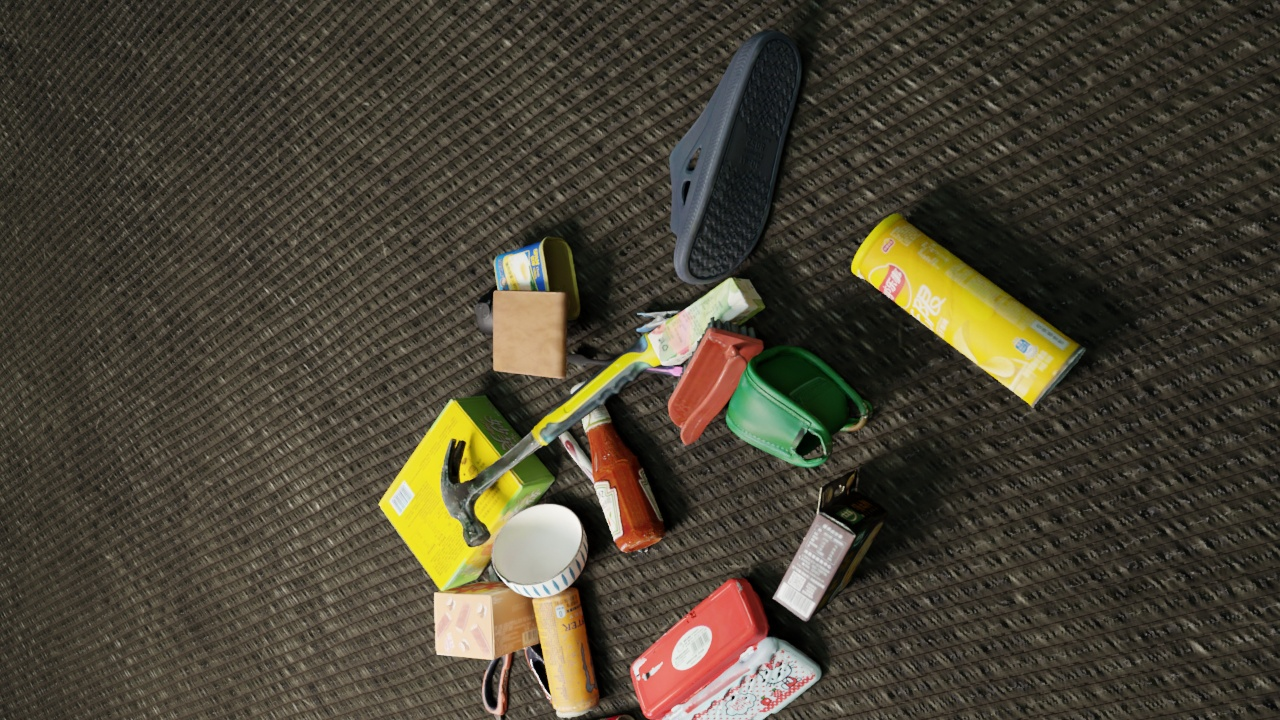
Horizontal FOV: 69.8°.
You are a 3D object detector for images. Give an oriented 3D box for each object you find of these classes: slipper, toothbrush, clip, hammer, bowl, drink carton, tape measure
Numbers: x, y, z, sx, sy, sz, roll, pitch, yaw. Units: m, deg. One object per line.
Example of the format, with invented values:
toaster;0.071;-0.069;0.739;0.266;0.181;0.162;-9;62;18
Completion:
slipper;0.089;-0.212;0.967;0.083;0.110;0.268;26;102;44
toothbrush;-0.006;0.006;1.083;0.189;0.017;0.014;7;97;28
clip;0.022;-0.048;1.053;0.058;0.026;0.043;-8;81;31
hammer;-0.106;0.076;1.075;0.324;0.032;0.126;-39;65;10
bowl;-0.116;0.240;1.119;0.117;0.116;0.066;12;141;30
toothbrush;-0.049;0.156;1.113;0.016;0.017;0.187;-46;71;24
drink carton;0.071;-0.044;1.006;0.123;0.053;0.045;-36;74;27
tape measure;-0.178;-0.059;1.155;0.039;0.056;0.058;1;125;32

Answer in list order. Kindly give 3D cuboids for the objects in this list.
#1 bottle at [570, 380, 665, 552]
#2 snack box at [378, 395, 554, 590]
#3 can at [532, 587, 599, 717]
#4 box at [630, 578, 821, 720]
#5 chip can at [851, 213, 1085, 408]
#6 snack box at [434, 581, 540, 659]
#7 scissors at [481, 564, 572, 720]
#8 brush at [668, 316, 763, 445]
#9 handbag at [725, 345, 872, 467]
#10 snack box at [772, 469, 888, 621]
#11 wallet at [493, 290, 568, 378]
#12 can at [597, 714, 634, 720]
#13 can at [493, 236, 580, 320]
bottle;-0.033;0.121;1.078;0.060;0.059;0.206;-32;71;29
snack box;-0.229;0.172;1.194;0.157;0.069;0.210;47;114;20
can;-0.091;0.356;1.128;0.058;0.058;0.146;-14;86;31
box;0.085;0.350;1.019;0.154;0.073;0.202;50;117;15
chip can;0.301;-0.050;0.856;0.213;0.072;0.072;42;113;22
snack box;-0.192;0.323;1.152;0.095;0.092;0.077;-7;84;31
scissors;-0.161;0.377;1.198;0.189;0.015;0.225;-42;71;26
brush;0.073;0.027;0.982;0.069;0.063;0.146;-94;24;-45
handbag;0.158;0.045;0.916;0.120;0.131;0.068;31;118;22
snack box;0.192;0.181;0.912;0.053;0.113;0.126;33;110;24
wallet;-0.132;-0.033;1.085;0.115;0.020;0.101;6;97;38
can;-0.066;0.472;1.123;0.133;0.053;0.053;-25;80;30
can;-0.128;-0.092;1.124;0.083;0.057;0.102;-11;87;34
